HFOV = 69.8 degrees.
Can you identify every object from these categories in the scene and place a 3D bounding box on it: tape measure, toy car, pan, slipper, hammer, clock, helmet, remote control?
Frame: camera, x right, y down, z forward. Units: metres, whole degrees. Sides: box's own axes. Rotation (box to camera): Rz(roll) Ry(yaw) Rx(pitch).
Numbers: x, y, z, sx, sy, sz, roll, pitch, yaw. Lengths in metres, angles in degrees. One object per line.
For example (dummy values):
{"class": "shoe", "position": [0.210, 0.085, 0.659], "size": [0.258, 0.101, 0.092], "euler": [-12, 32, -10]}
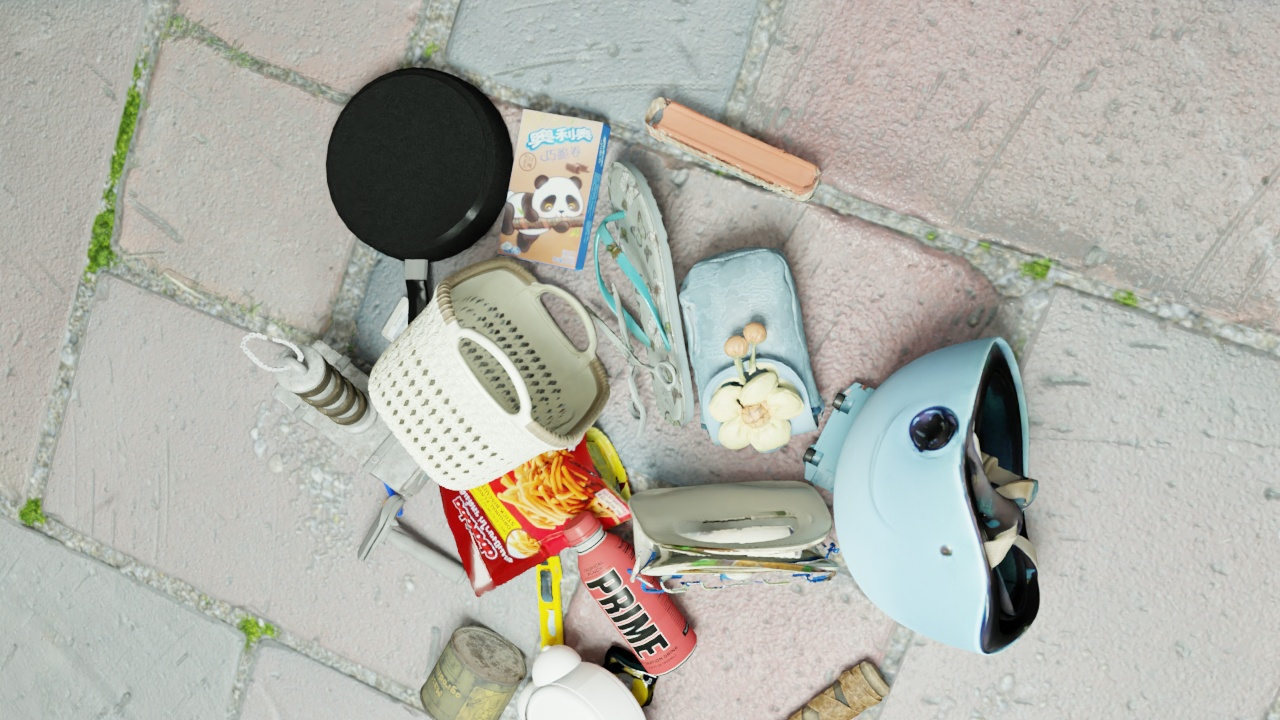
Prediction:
{"class": "tape measure", "position": [-0.014, 0.337, 0.960], "size": [0.062, 0.034, 0.061], "euler": [18, 99, 12]}
{"class": "toy car", "position": [0.202, 0.077, 0.896], "size": [0.060, 0.027, 0.107], "euler": [27, 89, 9]}
{"class": "pan", "position": [-0.238, -0.131, 0.965], "size": [0.204, 0.044, 0.355], "euler": [2, 91, 12]}
{"class": "slipper", "position": [-0.001, -0.063, 0.893], "size": [0.054, 0.098, 0.269], "euler": [-15, 93, -23]}
{"class": "hammer", "position": [0.115, 0.410, 0.934], "size": [0.319, 0.049, 0.121], "euler": [-39, 88, 11]}
{"class": "hammer", "position": [-0.282, 0.035, 0.854], "size": [0.177, 0.327, 0.079], "euler": [37, 77, 6]}
{"class": "clock", "position": [-0.050, 0.369, 0.933], "size": [0.161, 0.072, 0.126], "euler": [40, 129, 22]}
{"class": "helmet", "position": [0.258, 0.108, 0.794], "size": [0.167, 0.225, 0.265], "euler": [3, 71, 33]}
{"class": "remote control", "position": [-0.215, -0.012, 0.992], "size": [0.136, 0.011, 0.050], "euler": [35, 101, 8]}

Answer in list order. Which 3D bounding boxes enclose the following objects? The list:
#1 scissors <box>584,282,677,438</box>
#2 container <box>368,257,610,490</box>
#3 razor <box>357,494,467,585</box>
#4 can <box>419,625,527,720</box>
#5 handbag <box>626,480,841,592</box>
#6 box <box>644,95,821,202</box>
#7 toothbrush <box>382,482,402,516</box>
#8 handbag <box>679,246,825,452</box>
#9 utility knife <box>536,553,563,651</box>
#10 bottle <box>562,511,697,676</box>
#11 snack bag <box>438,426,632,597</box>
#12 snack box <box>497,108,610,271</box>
{"class": "scissors", "position": [-0.009, 0.006, 0.911], "size": [0.142, 0.014, 0.175], "euler": [31, 136, 44]}
{"class": "container", "position": [-0.136, 0.012, 0.859], "size": [0.143, 0.245, 0.184], "euler": [-36, 94, 17]}
{"class": "razor", "position": [-0.240, 0.207, 0.995], "size": [0.116, 0.047, 0.088], "euler": [32, 127, -6]}
{"class": "can", "position": [-0.176, 0.339, 0.968], "size": [0.090, 0.089, 0.075], "euler": [32, 100, 9]}
{"class": "handbag", "position": [0.087, 0.171, 0.834], "size": [0.200, 0.199, 0.093], "euler": [-4, 92, -2]}
{"class": "box", "position": [0.087, -0.206, 0.892], "size": [0.187, 0.056, 0.059], "euler": [26, 131, 11]}
{"class": "toothbrush", "position": [-0.310, 0.093, 1.019], "size": [0.018, 0.016, 0.182], "euler": [-29, 88, 18]}
{"class": "handbag", "position": [0.102, -0.009, 0.866], "size": [0.122, 0.118, 0.192], "euler": [-8, 97, 16]}
{"class": "utility knife", "position": [-0.095, 0.274, 0.985], "size": [0.030, 0.017, 0.151], "euler": [-2, 96, 25]}
{"class": "bottle", "position": [-0.015, 0.230, 0.921], "size": [0.062, 0.062, 0.176], "euler": [-33, 99, 13]}
{"class": "snack bag", "position": [-0.115, 0.149, 0.967], "size": [0.208, 0.066, 0.139], "euler": [-26, 89, 21]}
{"class": "snack box", "position": [-0.089, -0.174, 0.940], "size": [0.087, 0.034, 0.151], "euler": [13, 97, 12]}
